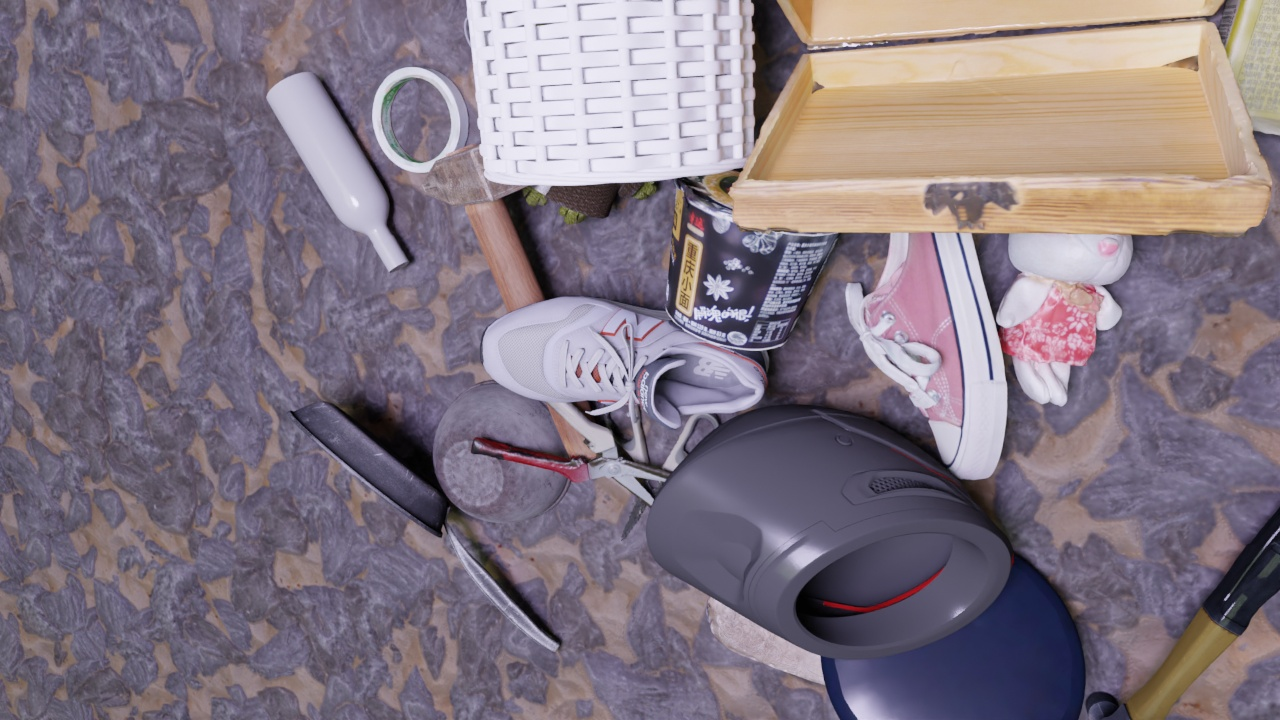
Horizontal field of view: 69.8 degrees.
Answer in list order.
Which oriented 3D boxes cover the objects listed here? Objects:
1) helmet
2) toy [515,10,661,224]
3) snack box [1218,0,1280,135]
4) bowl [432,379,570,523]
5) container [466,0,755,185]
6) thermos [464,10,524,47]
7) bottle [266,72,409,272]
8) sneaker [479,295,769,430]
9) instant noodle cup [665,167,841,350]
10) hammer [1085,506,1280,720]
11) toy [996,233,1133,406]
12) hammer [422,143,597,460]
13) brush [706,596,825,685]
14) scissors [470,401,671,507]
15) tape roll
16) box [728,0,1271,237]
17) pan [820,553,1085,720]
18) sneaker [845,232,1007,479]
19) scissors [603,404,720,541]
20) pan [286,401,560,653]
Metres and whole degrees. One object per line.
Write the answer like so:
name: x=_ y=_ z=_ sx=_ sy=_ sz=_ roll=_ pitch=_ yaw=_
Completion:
helmet: x=0.130 y=0.116 z=0.696 sx=0.264 sy=0.169 sz=0.164 roll=2 pitch=122 yaw=-19
toy: x=-0.041 y=-0.187 z=0.747 sx=0.179 sy=0.078 sz=0.153 roll=26 pitch=116 yaw=-10
snack box: x=0.437 y=-0.231 z=0.571 sx=0.121 sy=0.045 sz=0.181 roll=12 pitch=111 yaw=16
bowl: x=-0.143 y=0.097 z=0.878 sx=0.145 sy=0.067 sz=0.145 roll=6 pitch=106 yaw=20
container: x=-0.019 y=-0.219 z=0.597 sx=0.189 sy=0.188 sz=0.187 roll=3 pitch=108 yaw=21
thermos: x=-0.047 y=-0.307 z=0.732 sx=0.232 sy=0.061 sz=0.061 roll=-24 pitch=94 yaw=25
bottle: x=-0.278 y=-0.172 z=0.866 sx=0.053 sy=0.052 sz=0.195 roll=-29 pitch=92 yaw=26
sneaker: x=-0.004 y=0.004 z=0.719 sx=0.239 sy=0.124 sz=0.089 roll=0 pitch=108 yaw=-9
instant noodle cup: x=0.081 y=-0.078 z=0.711 sx=0.137 sy=0.137 sz=0.112 roll=22 pitch=119 yaw=15
hammer: x=0.431 y=0.165 z=0.655 sx=0.025 sy=0.117 sz=0.334 roll=30 pitch=108 yaw=9
toy: x=0.303 y=-0.065 z=0.650 sx=0.159 sy=0.084 sz=0.194 roll=7 pitch=109 yaw=-11
hammer: x=-0.102 y=-0.043 z=0.815 sx=0.158 sy=0.037 sz=0.301 roll=12 pitch=127 yaw=60
brush: x=0.191 y=0.241 z=0.790 sx=0.271 sy=0.056 sz=0.083 roll=12 pitch=108 yaw=19
scissors: x=-0.059 y=0.075 z=0.815 sx=0.195 sy=0.015 sz=0.179 roll=-9 pitch=119 yaw=7
tape roll: x=-0.202 y=-0.220 z=0.842 sx=0.094 sy=0.018 sz=0.094 roll=6 pitch=106 yaw=21
box: x=0.214 y=-0.198 z=0.564 sx=0.280 sy=0.269 sz=0.263 roll=2 pitch=93 yaw=21
pan: x=0.181 y=0.197 z=0.756 sx=0.356 sy=0.021 sz=0.198 roll=30 pitch=77 yaw=24
sneaker: x=0.209 y=-0.022 z=0.689 sx=0.088 sy=0.118 sz=0.241 roll=-12 pitch=95 yaw=3
scissors: x=0.015 y=0.096 z=0.845 sx=0.169 sy=0.012 sz=0.157 roll=-34 pitch=90 yaw=27
pan: x=-0.200 y=0.162 z=0.900 sx=0.357 sy=0.187 sz=0.055 roll=42 pitch=78 yaw=-13
